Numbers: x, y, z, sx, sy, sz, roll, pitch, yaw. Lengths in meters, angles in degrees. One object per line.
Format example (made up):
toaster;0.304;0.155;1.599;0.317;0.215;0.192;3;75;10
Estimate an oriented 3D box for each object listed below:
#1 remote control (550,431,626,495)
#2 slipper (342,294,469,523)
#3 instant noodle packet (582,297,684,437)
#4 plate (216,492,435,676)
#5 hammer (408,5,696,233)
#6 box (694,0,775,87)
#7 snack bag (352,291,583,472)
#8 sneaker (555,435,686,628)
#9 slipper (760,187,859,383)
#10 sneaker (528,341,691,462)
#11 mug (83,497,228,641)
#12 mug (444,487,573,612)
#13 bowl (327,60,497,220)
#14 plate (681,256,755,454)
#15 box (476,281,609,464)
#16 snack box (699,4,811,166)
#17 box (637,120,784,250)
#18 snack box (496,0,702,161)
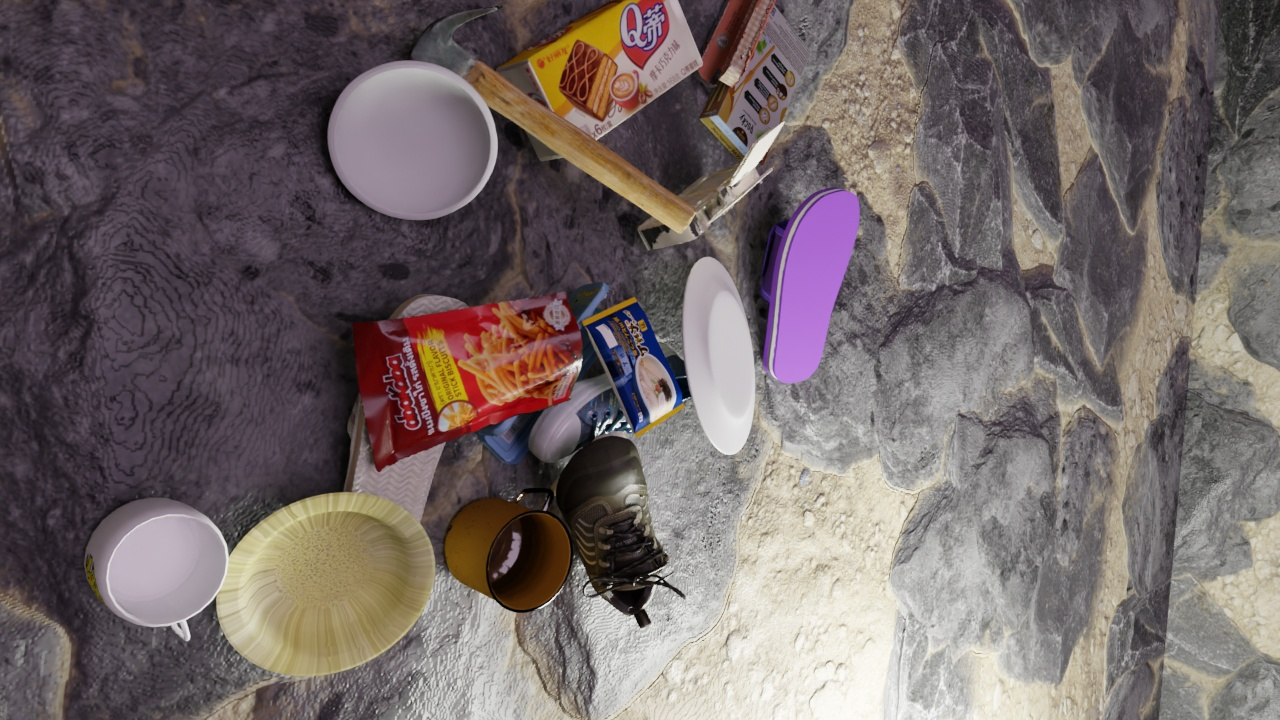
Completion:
remote control;-0.056;0.114;0.994;0.038;0.126;0.018;-7;63;-39
slipper;-0.227;0.063;0.875;0.115;0.052;0.263;13;95;-45
instant noodle packet;-0.006;0.006;0.980;0.086;0.026;0.134;-29;96;-45
plate;-0.281;0.194;0.825;0.184;0.036;0.184;-11;115;-24
hammer;-0.077;-0.226;0.923;0.330;0.033;0.132;30;96;-26
box;0.127;-0.424;1.144;0.056;0.071;0.186;77;34;-69
snack bag;-0.159;0.010;0.856;0.207;0.067;0.139;-14;116;-27
sneaker;-0.022;0.198;0.956;0.101;0.143;0.238;-18;136;-12
slipper;0.206;-0.108;1.235;0.107;0.084;0.267;-6;117;-29
sneaker;-0.022;0.058;1.020;0.234;0.079;0.088;-30;144;-41
mug;-0.382;0.169;0.731;0.094;0.068;0.115;-21;107;-39
mug;-0.132;0.184;0.937;0.100;0.094;0.123;38;70;-36
bowl;-0.209;-0.206;0.846;0.149;0.043;0.150;-7;125;-11
plate;0.105;-0.007;1.119;0.242;0.016;0.242;29;58;-60
box;-0.088;0.015;0.981;0.073;0.086;0.208;44;65;-22
snack box;0.152;-0.358;1.192;0.101;0.032;0.185;37;69;-37
box;0.091;-0.196;1.054;0.144;0.188;0.058;-44;104;-34
snack box;-0.039;-0.322;1.005;0.229;0.062;0.110;-43;119;-30
